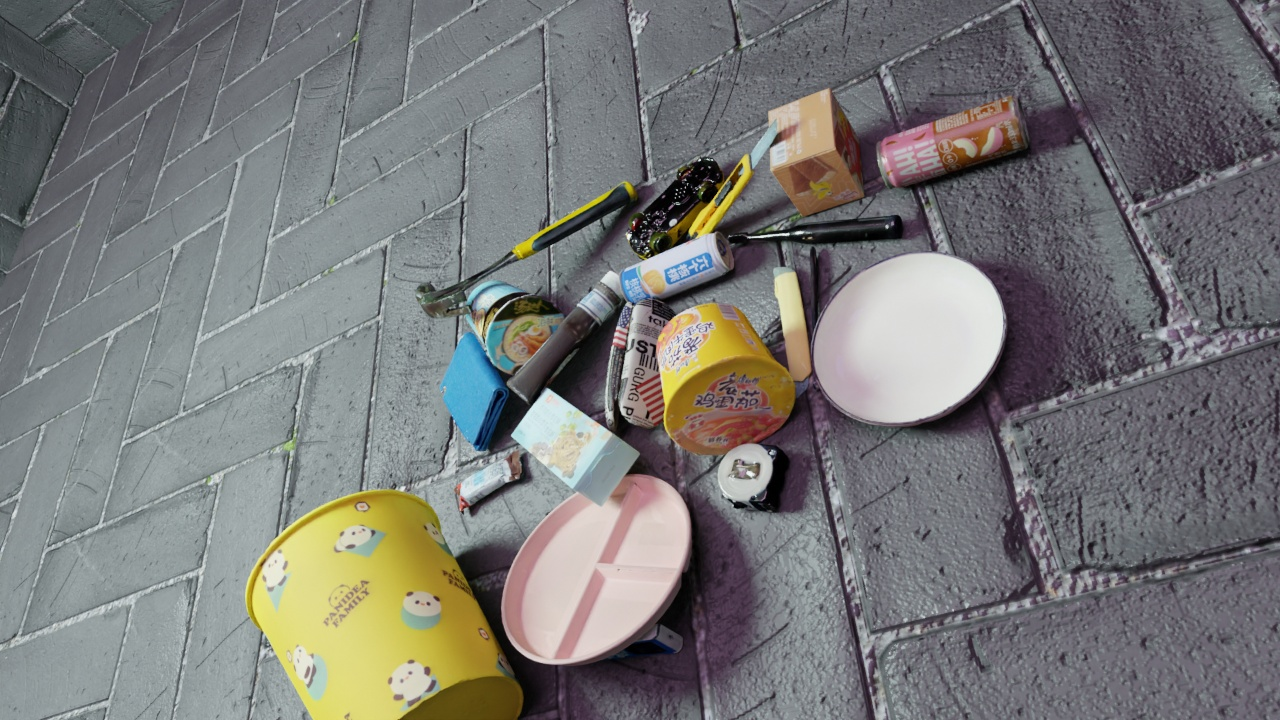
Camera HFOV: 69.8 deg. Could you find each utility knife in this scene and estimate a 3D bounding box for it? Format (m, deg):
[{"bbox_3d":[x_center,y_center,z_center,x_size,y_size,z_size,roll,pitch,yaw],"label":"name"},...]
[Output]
[{"bbox_3d":[0.166,-0.036,1.006,0.031,0.018,0.167,-21,51,30],"label":"utility knife"},{"bbox_3d":[0.105,-0.203,1.081,0.210,0.015,0.033,-53,45,44],"label":"utility knife"}]

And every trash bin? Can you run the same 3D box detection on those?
[{"bbox_3d":[-0.265,0.307,0.982,0.229,0.229,0.255,-48,52,2],"label":"trash bin"}]

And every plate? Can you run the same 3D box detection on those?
[{"bbox_3d":[0.265,-0.017,0.907,0.193,0.039,0.192,-18,54,27],"label":"plate"},{"bbox_3d":[-0.044,0.217,0.960,0.230,0.028,0.229,-24,35,18],"label":"plate"}]

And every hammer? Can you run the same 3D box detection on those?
[{"bbox_3d":[-0.145,-0.148,1.213,0.323,0.032,0.126,-31,27,-10],"label":"hammer"}]

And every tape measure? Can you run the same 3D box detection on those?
[{"bbox_3d":[0.113,0.119,0.938,0.066,0.033,0.065,-1,61,35],"label":"tape measure"}]

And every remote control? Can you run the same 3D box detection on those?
[{"bbox_3d":[-0.023,0.285,0.926,0.125,0.049,0.024,-15,53,28],"label":"remote control"}]

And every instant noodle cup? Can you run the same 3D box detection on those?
[{"bbox_3d":[-0.174,-0.051,1.209,0.111,0.111,0.120,-53,39,-3],"label":"instant noodle cup"},{"bbox_3d":[0.080,0.014,0.966,0.138,0.138,0.109,-34,41,15],"label":"instant noodle cup"}]

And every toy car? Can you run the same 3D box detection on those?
[{"bbox_3d":[0.047,-0.192,1.169,0.156,0.041,0.071,-47,47,5],"label":"toy car"}]

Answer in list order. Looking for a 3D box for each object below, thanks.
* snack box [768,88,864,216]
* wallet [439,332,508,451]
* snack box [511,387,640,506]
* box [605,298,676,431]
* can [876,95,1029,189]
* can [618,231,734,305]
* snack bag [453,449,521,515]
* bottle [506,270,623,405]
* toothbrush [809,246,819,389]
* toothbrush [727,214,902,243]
[{"bbox_3d":[0.201,-0.236,1.048,0.077,0.094,0.092,-15,55,28],"label":"snack box"},{"bbox_3d":[-0.217,0.041,1.199,0.133,0.040,0.106,51,125,45],"label":"wallet"},{"bbox_3d":[-0.079,0.096,1.058,0.074,0.051,0.175,-55,36,-5],"label":"snack box"},{"bbox_3d":[-0.010,0.007,1.087,0.088,0.076,0.162,-25,51,53],"label":"box"},{"bbox_3d":[0.331,-0.230,0.976,0.148,0.058,0.057,-14,56,29],"label":"can"},{"bbox_3d":[0.043,-0.109,1.114,0.135,0.053,0.053,-21,53,25],"label":"can"},{"bbox_3d":[-0.192,0.151,1.145,0.105,0.026,0.045,-32,40,15],"label":"snack bag"},{"bbox_3d":[-0.088,-0.029,1.149,0.044,0.080,0.194,41,84,-1],"label":"bottle"},{"bbox_3d":[0.192,-0.050,0.996,0.018,0.015,0.180,-11,58,23],"label":"toothbrush"},{"bbox_3d":[0.193,-0.146,1.049,0.213,0.026,0.027,2,30,38],"label":"toothbrush"}]
